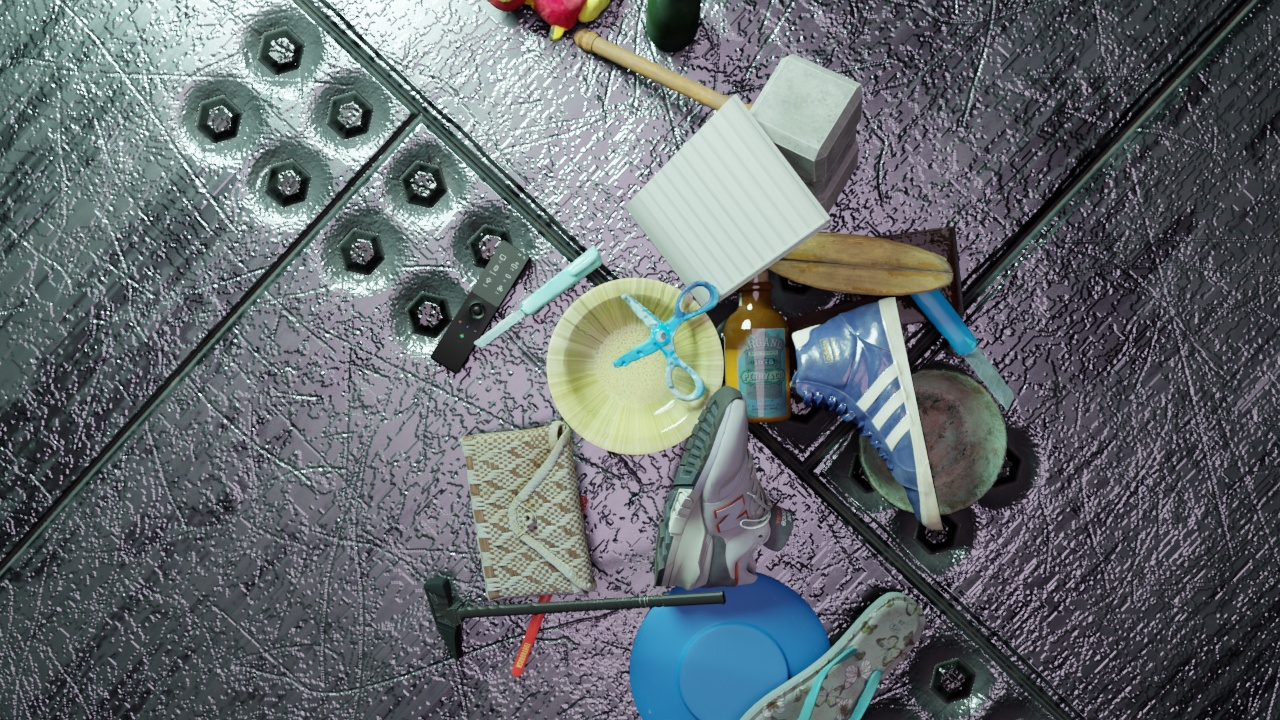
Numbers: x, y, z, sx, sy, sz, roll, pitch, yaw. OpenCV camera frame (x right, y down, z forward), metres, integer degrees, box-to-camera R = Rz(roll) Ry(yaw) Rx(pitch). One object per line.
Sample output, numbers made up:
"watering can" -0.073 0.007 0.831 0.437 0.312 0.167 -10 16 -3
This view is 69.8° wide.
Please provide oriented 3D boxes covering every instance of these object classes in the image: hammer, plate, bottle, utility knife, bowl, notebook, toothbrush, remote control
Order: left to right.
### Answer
"remote control" -0.172 -0.057 0.986 0.034 0.013 0.150 32 92 -2
"utility knife" -0.109 -0.065 0.980 0.166 0.015 0.022 -37 93 -3
"toothbrush" -0.099 0.247 0.998 0.012 0.018 0.212 21 92 -1
"hammer" -0.069 0.258 0.941 0.325 0.015 0.095 -9 104 20
"plate" -0.006 0.006 0.977 0.184 0.036 0.184 0 92 0
"bottle" 0.034 -0.352 0.892 0.055 0.174 0.055 0 92 0
"hammer" 0.063 -0.268 0.927 0.318 0.163 0.083 30 85 16
"notebook" 0.077 -0.145 0.901 0.009 0.210 0.142 -39 93 -34
"plate" 0.100 0.342 0.999 0.224 0.024 0.224 0 93 0
"bottle" 0.122 -0.016 0.961 0.068 0.068 0.157 -2 93 0
"bowl" 0.307 0.085 0.980 0.157 0.038 0.157 0 93 0
"utility knife" 0.318 -0.039 0.957 0.031 0.015 0.221 -38 87 8

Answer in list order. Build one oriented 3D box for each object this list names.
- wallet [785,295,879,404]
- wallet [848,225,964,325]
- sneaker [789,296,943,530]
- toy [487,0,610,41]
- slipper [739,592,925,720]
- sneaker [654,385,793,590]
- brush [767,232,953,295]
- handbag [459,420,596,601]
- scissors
"wallet" 0.208 -0.012 0.976 0.116 0.018 0.091 -16 93 18
"wallet" 0.281 -0.087 0.978 0.120 0.031 0.099 -7 91 3
"sneaker" 0.218 0.062 0.917 0.118 0.091 0.233 -12 85 17
"toy" -0.095 -0.386 0.952 0.137 0.067 0.105 -7 95 -12
"slipper" 0.208 0.361 0.975 0.268 0.055 0.098 -41 112 -5
"sneaker" 0.100 0.144 0.948 0.124 0.088 0.240 16 116 -8
"brush" 0.221 -0.101 0.945 0.195 0.043 0.059 9 107 19
"handbag" -0.119 0.161 0.966 0.124 0.047 0.186 -8 93 20
"scissors" 0.035 -0.026 0.952 0.139 0.011 0.134 -43 91 1
